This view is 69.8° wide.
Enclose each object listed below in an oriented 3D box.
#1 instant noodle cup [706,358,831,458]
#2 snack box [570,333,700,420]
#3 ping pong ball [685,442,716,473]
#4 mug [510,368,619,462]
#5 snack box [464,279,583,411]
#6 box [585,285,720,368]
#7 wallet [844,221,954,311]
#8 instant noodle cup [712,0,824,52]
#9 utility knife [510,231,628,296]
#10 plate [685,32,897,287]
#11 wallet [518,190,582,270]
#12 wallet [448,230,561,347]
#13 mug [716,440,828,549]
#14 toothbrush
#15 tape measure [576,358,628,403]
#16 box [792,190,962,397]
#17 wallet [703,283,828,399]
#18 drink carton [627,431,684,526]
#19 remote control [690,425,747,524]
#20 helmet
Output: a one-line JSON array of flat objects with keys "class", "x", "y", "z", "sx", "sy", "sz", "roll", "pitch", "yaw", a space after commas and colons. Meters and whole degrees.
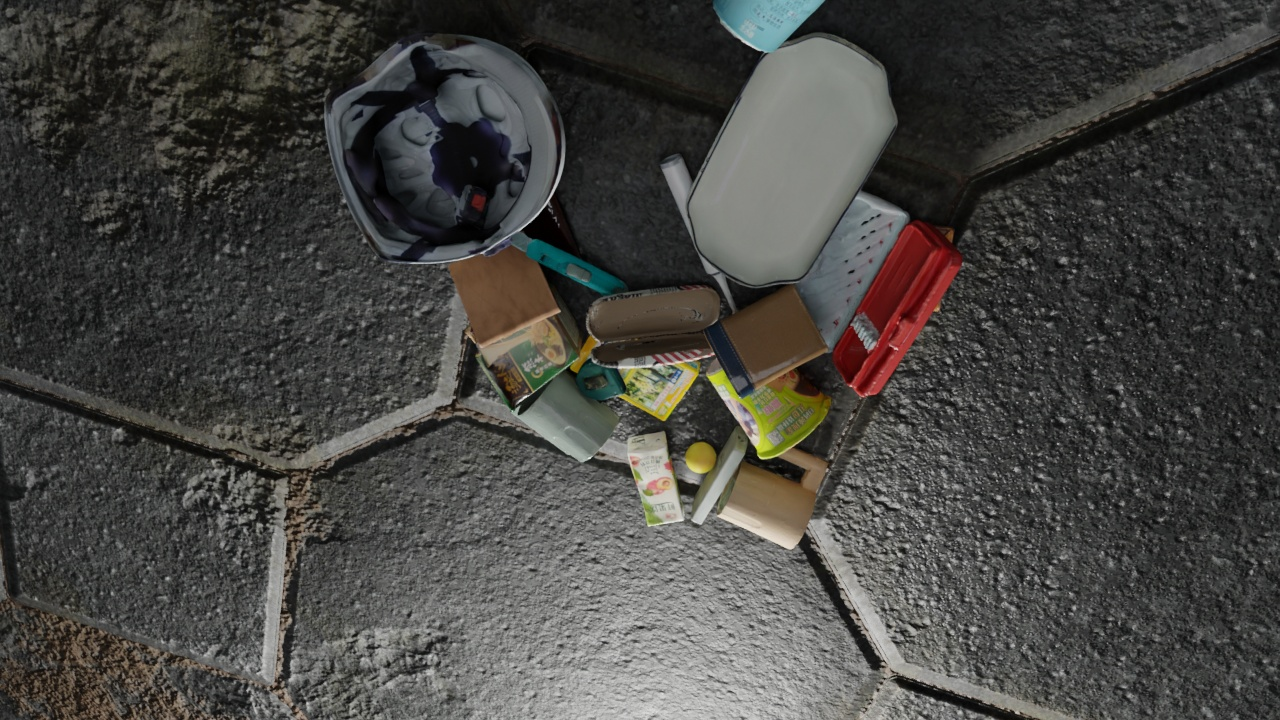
[{"class": "instant noodle cup", "x": 0.145, "y": 0.035, "z": 1.089, "sx": 0.112, "sy": 0.111, "sz": 0.123, "roll": -37, "pitch": 99, "yaw": 26}, {"class": "snack box", "x": -0.007, "y": 0.007, "z": 1.141, "sx": 0.140, "sy": 0.033, "sz": 0.087, "roll": 30, "pitch": 120, "yaw": -4}, {"class": "ping pong ball", "x": 0.078, "y": 0.126, "z": 1.186, "sx": 0.040, "sy": 0.040, "sz": 0.040, "roll": 5, "pitch": 120, "yaw": 8}, {"class": "mug", "x": -0.101, "y": 0.074, "z": 1.179, "sx": 0.103, "sy": 0.083, "sz": 0.124, "roll": 39, "pitch": 145, "yaw": -13}, {"class": "snack box", "x": -0.132, "y": -0.024, "z": 1.109, "sx": 0.106, "sy": 0.118, "sz": 0.117, "roll": -25, "pitch": 111, "yaw": 12}, {"class": "box", "x": 0.019, "y": -0.041, "z": 1.069, "sx": 0.162, "sy": 0.075, "sz": 0.086, "roll": -9, "pitch": 106, "yaw": -5}, {"class": "wallet", "x": 0.274, "y": -0.112, "z": 1.021, "sx": 0.131, "sy": 0.035, "sz": 0.119, "roll": 5, "pitch": 126, "yaw": 9}, {"class": "instant noodle cup", "x": 0.132, "y": -0.364, "z": 0.869, "sx": 0.111, "sy": 0.111, "sz": 0.121, "roll": 36, "pitch": 127, "yaw": -10}, {"class": "utility knife", "x": -0.083, "y": -0.108, "z": 1.063, "sx": 0.185, "sy": 0.013, "sz": 0.029, "roll": 24, "pitch": 100, "yaw": -31}, {"class": "plate", "x": 0.155, "y": -0.203, "z": 0.958, "sx": 0.162, "sy": 0.034, "sz": 0.266, "roll": 34, "pitch": 113, "yaw": 16}, {"class": "wallet", "x": -0.133, "y": -0.162, "z": 1.080, "sx": 0.096, "sy": 0.020, "sz": 0.122, "roll": -10, "pitch": 118, "yaw": 22}, {"class": "wallet", "x": -0.157, "y": -0.083, "z": 1.054, "sx": 0.101, "sy": 0.115, "sz": 0.020, "roll": -24, "pitch": 158, "yaw": -1}, {"class": "mug", "x": 0.168, "y": 0.165, "z": 1.175, "sx": 0.103, "sy": 0.084, "sz": 0.125, "roll": 23, "pitch": 96, "yaw": -1}, {"class": "toothbrush", "x": 0.077, "y": -0.130, "z": 1.050, "sx": 0.027, "sy": 0.026, "sz": 0.221, "roll": -12, "pitch": 116, "yaw": 30}, {"class": "tape measure", "x": -0.050, "y": 0.024, "z": 1.126, "sx": 0.055, "sy": 0.025, "sz": 0.058, "roll": -20, "pitch": 113, "yaw": 20}, {"class": "box", "x": 0.244, "y": -0.073, "z": 0.998, "sx": 0.158, "sy": 0.069, "sz": 0.202, "roll": 40, "pitch": 131, "yaw": 22}, {"class": "wallet", "x": 0.138, "y": -0.022, "z": 1.020, "sx": 0.115, "sy": 0.033, "sz": 0.090, "roll": -30, "pitch": 84, "yaw": 10}, {"class": "drink carton", "x": 0.021, "y": 0.156, "z": 1.211, "sx": 0.053, "sy": 0.045, "sz": 0.123, "roll": -12, "pitch": 117, "yaw": 5}, {"class": "remote control", "x": 0.102, "y": 0.150, "z": 1.186, "sx": 0.019, "sy": 0.056, "sz": 0.135, "roll": 24, "pitch": 120, "yaw": -4}, {"class": "helmet", "x": -0.189, "y": -0.222, "z": 0.978, "sx": 0.259, "sy": 0.145, "sz": 0.229, "roll": -20, "pitch": 98, "yaw": 15}]
